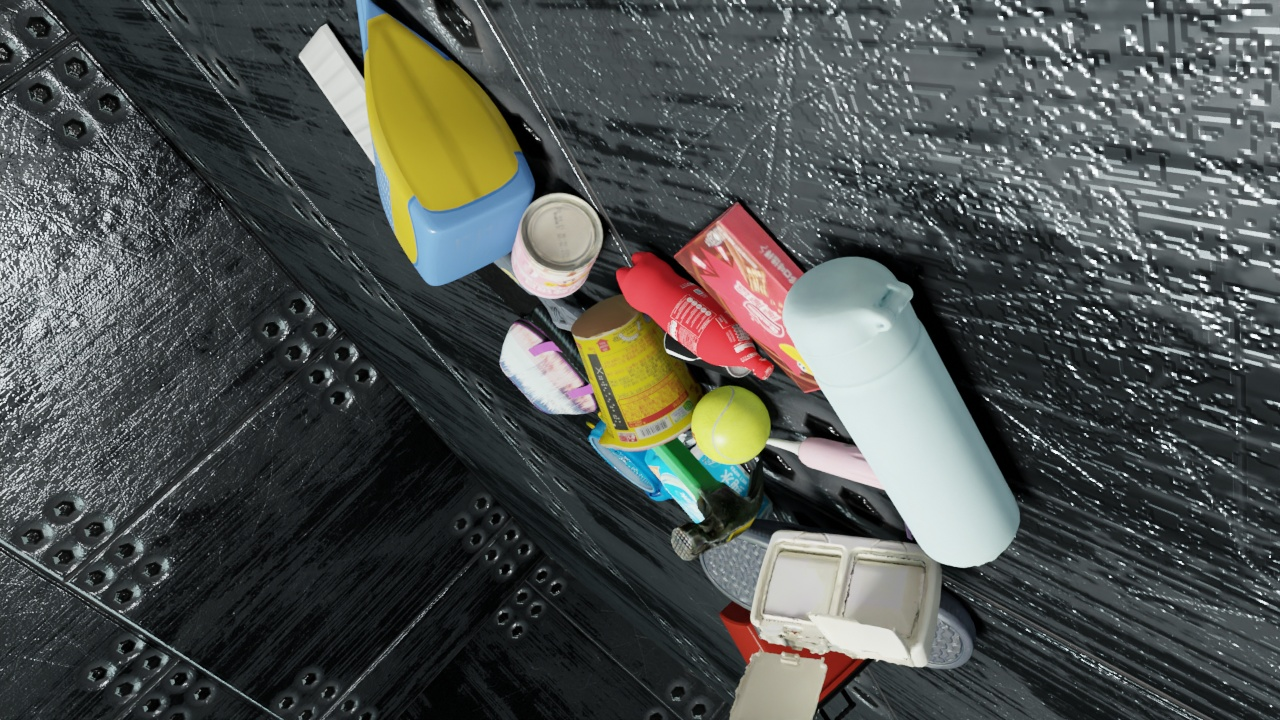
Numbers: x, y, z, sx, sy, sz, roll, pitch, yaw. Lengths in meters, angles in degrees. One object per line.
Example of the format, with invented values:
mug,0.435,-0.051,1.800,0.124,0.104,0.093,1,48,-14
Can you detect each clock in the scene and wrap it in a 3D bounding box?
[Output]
clock,0.009,0.111,1.058,0.161,0.060,0.117,42,163,1

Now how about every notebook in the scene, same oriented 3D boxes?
notebook,-0.159,-0.125,0.958,0.169,0.019,0.232,45,163,-8
notebook,-0.268,-0.229,0.931,0.210,0.009,0.143,58,160,-21

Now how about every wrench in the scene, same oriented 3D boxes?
wrench,-0.127,-0.096,0.884,0.273,0.022,0.073,44,165,-8

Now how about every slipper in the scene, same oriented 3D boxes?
slipper,0.182,0.196,0.856,0.268,0.083,0.111,15,132,29

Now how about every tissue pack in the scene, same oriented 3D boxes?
tissue pack,0.071,0.133,0.964,0.144,0.061,0.093,48,162,-13

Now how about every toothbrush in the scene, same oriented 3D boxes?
toothbrush,0.149,0.074,0.707,0.027,0.026,0.223,20,176,-29

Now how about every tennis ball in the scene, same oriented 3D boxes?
tennis ball,0.075,0.054,0.761,0.065,0.065,0.065,40,163,15

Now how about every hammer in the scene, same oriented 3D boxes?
hammer,-0.004,0.049,0.893,0.319,0.130,0.032,46,137,28

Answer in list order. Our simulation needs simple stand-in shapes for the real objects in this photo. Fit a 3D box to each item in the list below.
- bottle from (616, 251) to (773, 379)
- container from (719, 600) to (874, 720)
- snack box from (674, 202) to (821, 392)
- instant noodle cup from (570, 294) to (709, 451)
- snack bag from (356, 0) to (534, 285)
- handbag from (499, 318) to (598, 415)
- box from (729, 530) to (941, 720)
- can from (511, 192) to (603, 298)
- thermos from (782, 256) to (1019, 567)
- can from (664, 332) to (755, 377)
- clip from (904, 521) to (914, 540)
bottle,0.040,-0.031,0.670,0.141,0.041,0.042,39,163,28
container,0.194,0.324,0.993,0.201,0.148,0.127,55,163,-4
snack box,0.086,-0.037,0.595,0.133,0.021,0.089,45,164,-5
instant noodle cup,-0.005,0.005,0.803,0.100,0.100,0.112,18,139,56
snack bag,-0.179,-0.183,0.752,0.205,0.102,0.159,60,164,3
handbag,-0.086,0.006,1.042,0.144,0.067,0.170,49,156,-14
box,0.147,0.196,0.710,0.145,0.186,0.101,-1,124,27
can,-0.068,-0.091,0.743,0.067,0.067,0.076,44,163,-1
thermos,0.153,0.032,0.531,0.078,0.065,0.207,7,140,53
can,0.054,-0.009,0.718,0.080,0.031,0.031,19,151,54
clip,0.215,0.130,0.714,0.036,0.013,0.052,36,164,29
